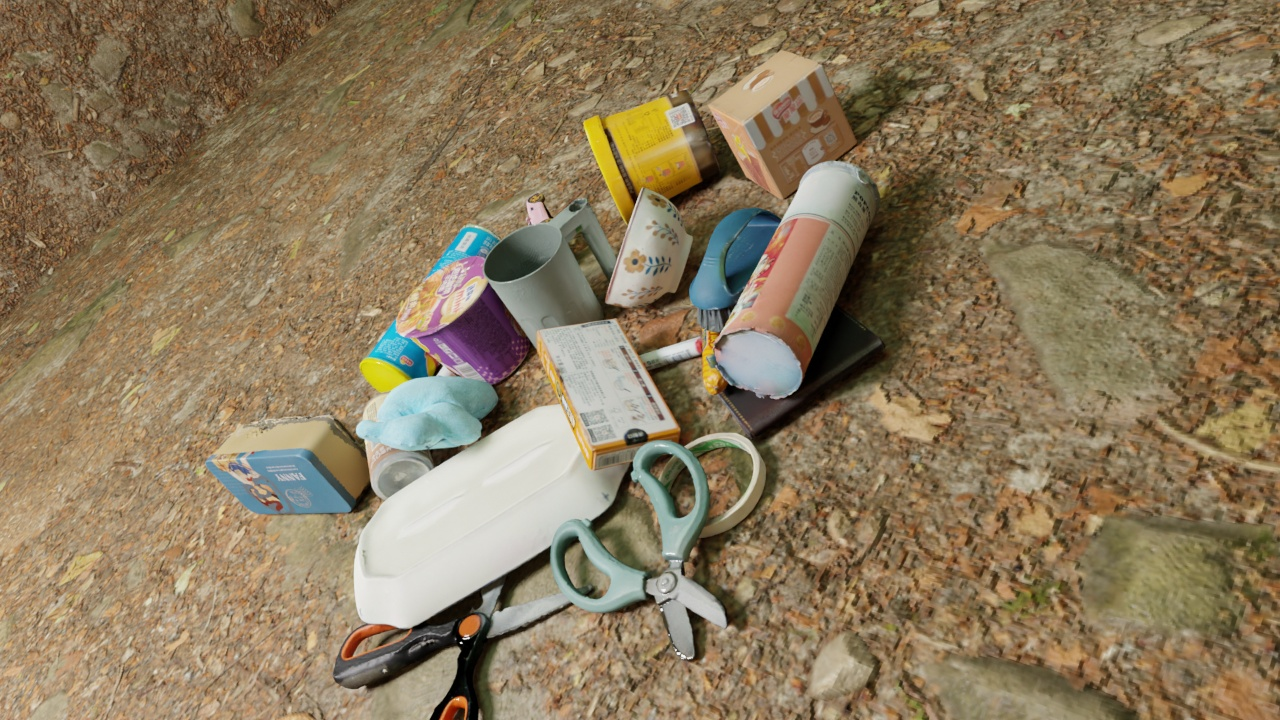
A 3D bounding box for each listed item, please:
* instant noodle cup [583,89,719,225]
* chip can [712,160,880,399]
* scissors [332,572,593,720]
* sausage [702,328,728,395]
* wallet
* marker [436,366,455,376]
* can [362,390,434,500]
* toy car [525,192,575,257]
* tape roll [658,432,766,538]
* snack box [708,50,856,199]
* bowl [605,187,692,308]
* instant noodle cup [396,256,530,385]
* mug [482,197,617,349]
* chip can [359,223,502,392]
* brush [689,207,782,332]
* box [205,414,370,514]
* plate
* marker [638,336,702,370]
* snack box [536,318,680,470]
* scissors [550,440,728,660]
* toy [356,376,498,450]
[{"bbox_3d":[0.014,-0.220,0.969,0.114,0.118,0.118,-23,38,6],"label":"instant noodle cup"},{"bbox_3d":[0.126,-0.068,0.718,0.071,0.071,0.214,-4,40,37],"label":"chip can"},{"bbox_3d":[-0.140,0.218,0.691,0.221,0.022,0.233,-10,42,25],"label":"scissors"},{"bbox_3d":[0.062,-0.020,0.763,0.021,0.021,0.164,-24,28,17],"label":"sausage"},{"bbox_3d":[0.116,0.002,0.716,0.122,0.020,0.096,-34,34,1],"label":"wallet"},{"bbox_3d":[-0.185,-0.020,0.992,0.023,0.018,0.130,-8,43,46],"label":"marker"},{"bbox_3d":[-0.234,0.082,0.884,0.058,0.058,0.116,-36,36,1],"label":"can"},{"bbox_3d":[-0.106,-0.144,1.031,0.037,0.056,0.122,-27,36,2],"label":"toy car"},{"bbox_3d":[0.051,0.091,0.675,0.086,0.014,0.085,-22,38,19],"label":"tape roll"},{"bbox_3d":[0.137,-0.229,0.888,0.093,0.094,0.077,-37,35,0],"label":"snack box"},{"bbox_3d":[0.012,-0.099,0.860,0.062,0.114,0.113,17,49,-3],"label":"bowl"},{"bbox_3d":[-0.170,-0.033,0.924,0.112,0.099,0.111,-23,39,20],"label":"instant noodle cup"},{"bbox_3d":[-0.077,-0.080,0.890,0.123,0.103,0.084,-42,41,-15],"label":"mug"},{"bbox_3d":[-0.222,-0.054,1.015,0.071,0.071,0.209,-1,48,39],"label":"chip can"},{"bbox_3d":[0.084,-0.086,0.771,0.055,0.073,0.143,5,37,31],"label":"brush"},{"bbox_3d":[-0.348,0.106,0.926,0.185,0.090,0.062,-7,39,36],"label":"box"},{"bbox_3d":[-0.132,0.115,0.763,0.266,0.034,0.162,-31,33,0],"label":"plate"},{"bbox_3d":[-0.005,0.005,0.814,0.145,0.017,0.017,-17,40,25],"label":"marker"},{"bbox_3d":[-0.030,0.023,0.760,0.075,0.026,0.153,-10,42,-19],"label":"snack box"},{"bbox_3d":[-0.006,0.145,0.647,0.172,0.019,0.176,-29,47,18],"label":"scissors"},{"bbox_3d":[-0.192,0.047,0.846,0.161,0.050,0.156,-8,21,-37],"label":"toy"}]
